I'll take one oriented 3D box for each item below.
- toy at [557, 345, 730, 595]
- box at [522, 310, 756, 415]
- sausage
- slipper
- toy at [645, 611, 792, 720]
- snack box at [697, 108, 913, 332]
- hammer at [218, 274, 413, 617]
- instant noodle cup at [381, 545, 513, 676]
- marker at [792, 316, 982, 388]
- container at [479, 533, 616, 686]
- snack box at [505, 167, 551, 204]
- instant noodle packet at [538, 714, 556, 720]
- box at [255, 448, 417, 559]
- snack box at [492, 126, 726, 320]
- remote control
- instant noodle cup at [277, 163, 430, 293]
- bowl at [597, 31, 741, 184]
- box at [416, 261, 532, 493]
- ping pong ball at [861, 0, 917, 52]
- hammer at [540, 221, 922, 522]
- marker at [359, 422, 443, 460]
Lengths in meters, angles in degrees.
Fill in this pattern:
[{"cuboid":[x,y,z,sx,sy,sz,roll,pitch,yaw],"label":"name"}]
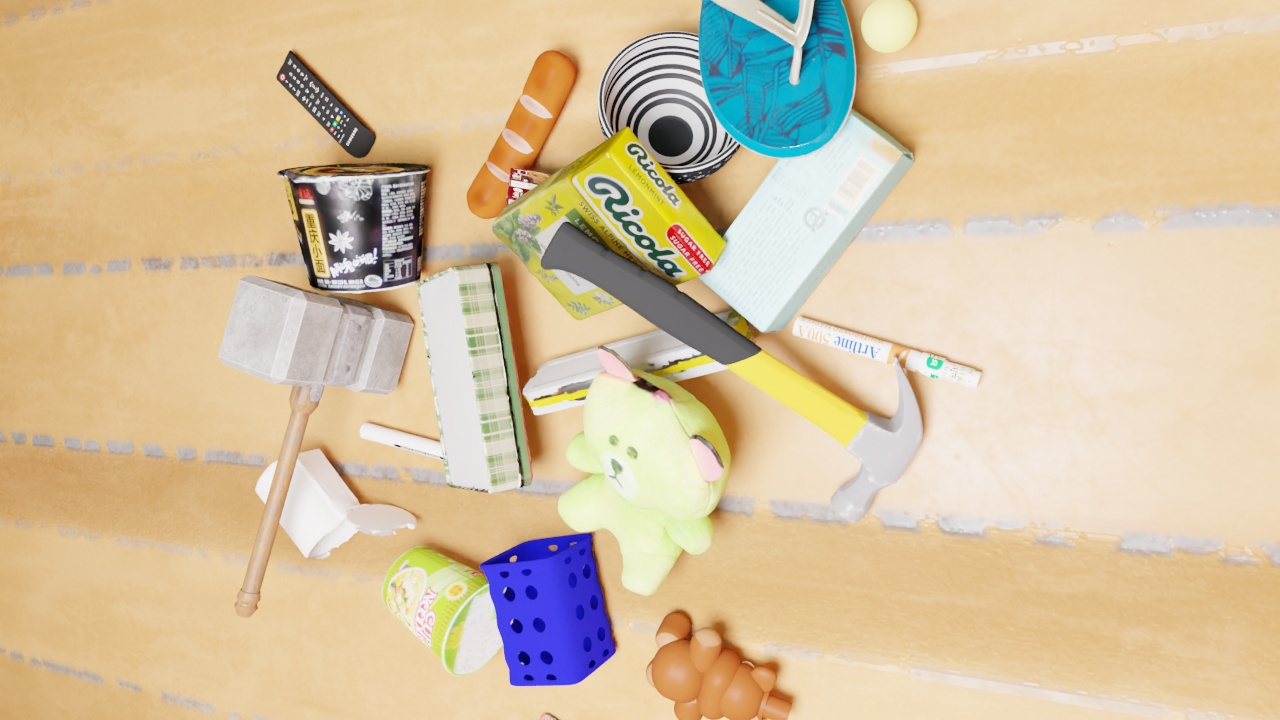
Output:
[{"cuboid":[0.009,0.087,0.746,0.150,0.107,0.197,42,131,18],"label":"toy"},{"cuboid":[-0.004,0.006,0.782,0.210,0.064,0.037,-14,111,27],"label":"box"},{"cuboid":[-0.107,-0.199,0.822,0.039,0.044,0.164,38,111,13],"label":"sausage"},{"cuboid":[0.091,-0.292,0.675,0.118,0.060,0.294,-4,81,26],"label":"slipper"},{"cuboid":[0.068,0.272,0.787,0.128,0.065,0.095,17,111,15],"label":"toy"},{"cuboid":[0.126,-0.110,0.712,0.075,0.053,0.175,42,110,17],"label":"snack box"},{"cuboid":[-0.334,0.092,0.870,0.083,0.162,0.317,17,91,24],"label":"hammer"},{"cuboid":[-0.190,0.235,0.890,0.108,0.098,0.099,23,105,31],"label":"instant noodle cup"},{"cuboid":[0.189,-0.007,0.711,0.145,0.017,0.017,19,104,24],"label":"marker"},{"cuboid":[-0.082,0.227,0.836,0.085,0.084,0.113,-12,91,29],"label":"container"},{"cuboid":[-0.042,-0.139,0.793,0.141,0.050,0.032,15,102,25],"label":"snack box"},{"cuboid":[-0.089,0.426,0.785,0.164,0.220,0.084,28,109,21],"label":"instant noodle packet"},{"cuboid":[-0.315,0.151,0.948,0.126,0.084,0.156,-44,78,17],"label":"box"},{"cuboid":[-0.035,-0.099,0.740,0.121,0.045,0.181,47,143,-21],"label":"snack box"},{"cuboid":[-0.325,-0.264,0.941,0.147,0.015,0.033,45,113,16],"label":"remote control"},{"cuboid":[-0.264,-0.126,0.867,0.137,0.137,0.112,7,107,26],"label":"instant noodle cup"},{"cuboid":[0.026,-0.193,0.738,0.120,0.066,0.120,0,77,-1],"label":"bowl"},{"cuboid":[-0.152,0.018,0.841,0.118,0.050,0.205,-10,91,57],"label":"box"},{"cuboid":[0.183,-0.247,0.674,0.040,0.040,0.040,3,97,26],"label":"ping pong ball"},{"cuboid":[0.071,-0.006,0.696,0.323,0.029,0.127,33,111,-5],"label":"hammer"},{"cuboid":[-0.229,0.086,0.932,0.134,0.017,0.020,11,137,25],"label":"marker"}]
